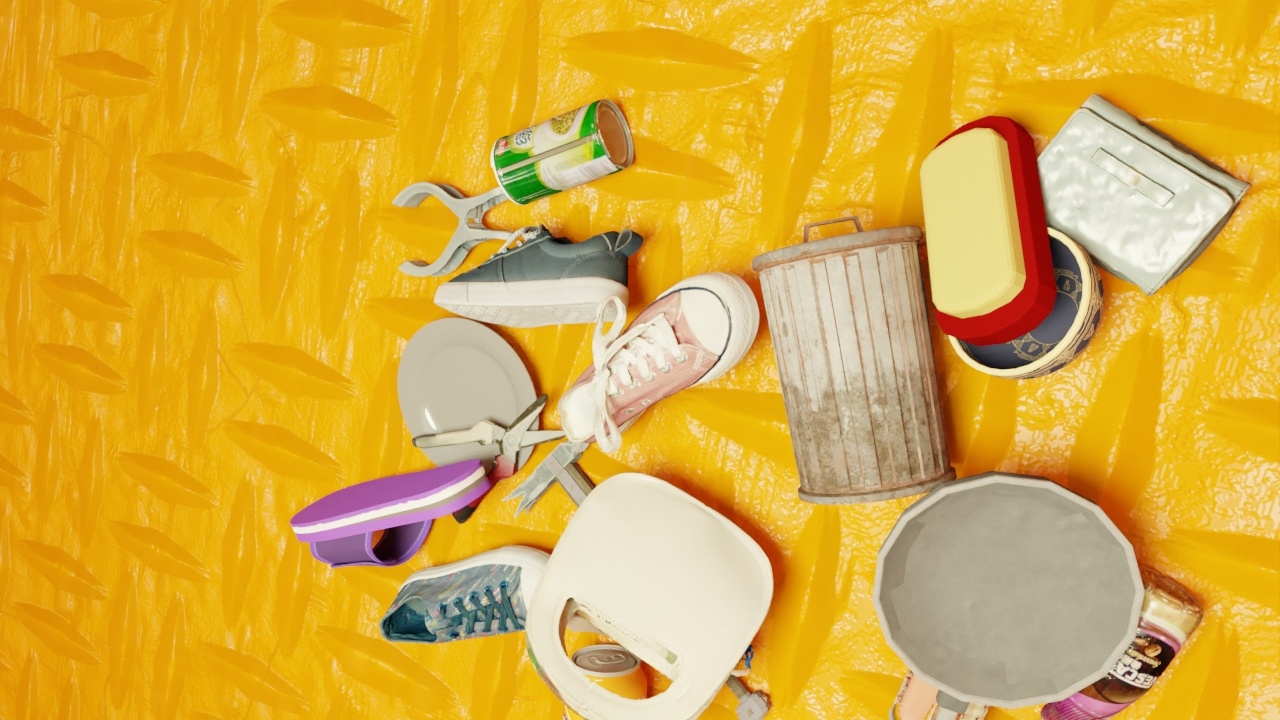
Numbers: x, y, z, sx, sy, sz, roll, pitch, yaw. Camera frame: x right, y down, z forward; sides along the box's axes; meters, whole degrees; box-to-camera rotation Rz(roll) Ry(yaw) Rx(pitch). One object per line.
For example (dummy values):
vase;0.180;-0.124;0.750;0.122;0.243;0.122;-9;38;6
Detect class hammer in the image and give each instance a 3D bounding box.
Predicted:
hammer;0.013;0.205;0.868;0.147;0.028;0.317;-46;74;17

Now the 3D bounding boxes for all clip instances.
clip;-0.196;-0.165;0.935;0.172;0.029;0.141;-14;87;35

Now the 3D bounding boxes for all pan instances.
pan;0.237;0.242;0.685;0.179;0.041;0.358;17;107;8

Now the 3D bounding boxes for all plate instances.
plate;-0.178;0.042;0.949;0.179;0.012;0.178;8;108;26

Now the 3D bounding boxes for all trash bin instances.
trash bin;0.166;-0.005;0.717;0.131;0.130;0.211;-9;91;27

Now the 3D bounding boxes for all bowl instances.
bowl;0.293;-0.037;0.680;0.113;0.061;0.112;-26;57;48

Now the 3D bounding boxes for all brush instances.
brush;-0.031;0.259;0.879;0.136;0.015;0.050;-9;108;44
brush;0.248;-0.099;0.674;0.082;0.041;0.173;-24;59;49

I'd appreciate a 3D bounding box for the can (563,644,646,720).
can;-0.034;0.352;0.874;0.079;0.079;0.142;4;96;27

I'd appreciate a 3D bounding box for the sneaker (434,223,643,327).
sneaker;-0.102;-0.082;0.871;0.236;0.089;0.087;0;77;34

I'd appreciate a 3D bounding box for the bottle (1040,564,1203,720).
bottle;0.344;0.233;0.682;0.060;0.059;0.166;32;108;21

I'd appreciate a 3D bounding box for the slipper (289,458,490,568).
slipper;-0.256;0.174;0.954;0.267;0.107;0.084;-16;101;34

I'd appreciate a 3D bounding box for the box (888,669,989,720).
box;0.259;0.235;0.737;0.043;0.083;0.187;16;102;-17

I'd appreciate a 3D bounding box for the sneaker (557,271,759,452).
sneaker;-0.005;0.005;0.785;0.242;0.087;0.118;-40;69;38

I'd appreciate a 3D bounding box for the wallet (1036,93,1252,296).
wallet;0.348;-0.120;0.662;0.131;0.054;0.100;41;110;24

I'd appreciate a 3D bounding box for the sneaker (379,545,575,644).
sneaker;-0.170;0.244;0.924;0.236;0.079;0.087;-13;100;31

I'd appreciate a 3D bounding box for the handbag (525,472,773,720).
handbag;0.004;0.218;0.790;0.201;0.093;0.199;33;69;13

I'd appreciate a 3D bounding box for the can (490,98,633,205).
can;-0.074;-0.194;0.859;0.121;0.067;0.067;-13;88;27

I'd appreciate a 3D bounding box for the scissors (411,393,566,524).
scissors;-0.160;0.095;0.937;0.179;0.015;0.194;23;114;21
